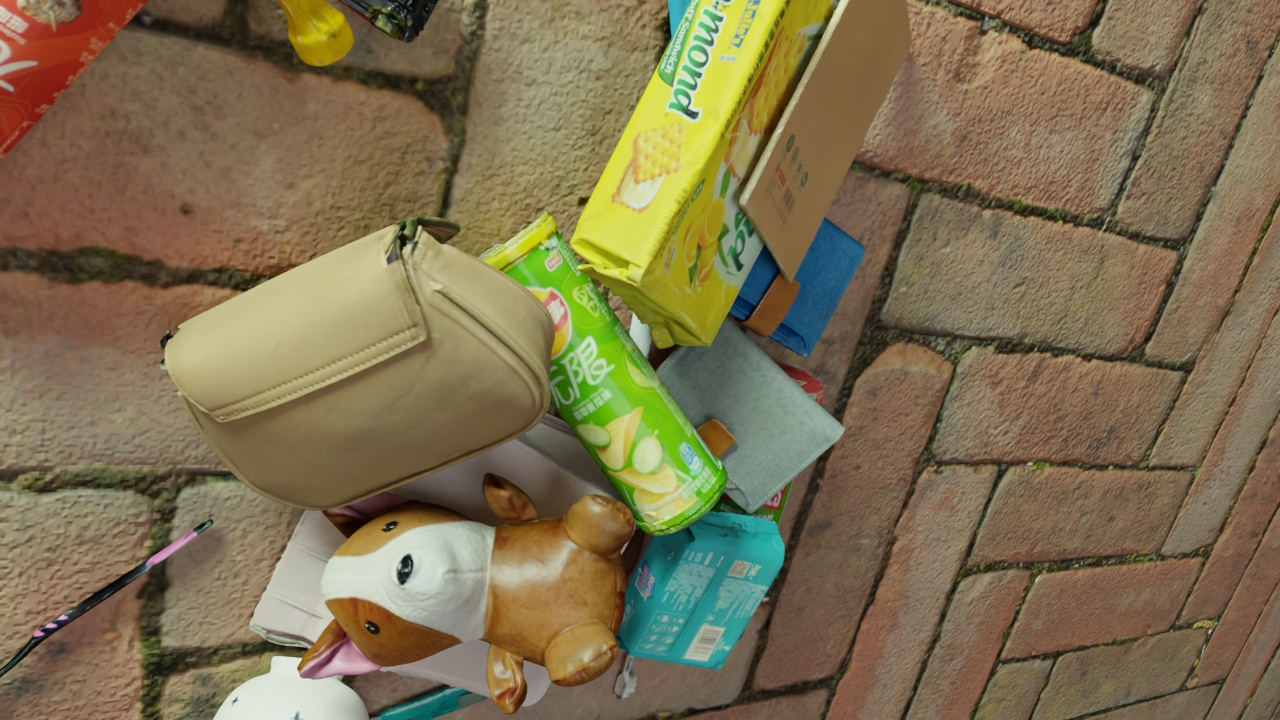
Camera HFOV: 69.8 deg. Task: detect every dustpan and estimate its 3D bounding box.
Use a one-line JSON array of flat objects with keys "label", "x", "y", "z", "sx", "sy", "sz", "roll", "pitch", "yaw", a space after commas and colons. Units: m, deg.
[{"label": "dustpan", "x": -0.114, "y": 0.136, "z": 0.692, "sx": 0.273, "sy": 0.138, "sz": 0.223, "roll": 30, "pitch": 98, "yaw": -9}]

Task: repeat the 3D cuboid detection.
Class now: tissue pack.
[{"label": "tissue pack", "x": 0.043, "y": 0.173, "z": 0.704, "sx": 0.093, "sy": 0.050, "sz": 0.134, "roll": 18, "pitch": 110, "yaw": -27}]

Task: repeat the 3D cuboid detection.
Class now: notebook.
[{"label": "notebook", "x": 0.133, "y": -0.168, "z": 0.625, "sx": 0.207, "sy": 0.008, "sz": 0.147, "roll": -63, "pitch": 155, "yaw": -4}]

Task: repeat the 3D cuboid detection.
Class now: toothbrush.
[{"label": "toothbrush", "x": 0.005, "y": 0.220, "z": 0.797, "sx": 0.016, "sy": 0.016, "sz": 0.180, "roll": -2, "pitch": 114, "yaw": -38}, {"label": "toothbrush", "x": -0.347, "y": 0.153, "z": 0.561, "sx": 0.189, "sy": 0.014, "sz": 0.018, "roll": -36, "pitch": 113, "yaw": -12}]

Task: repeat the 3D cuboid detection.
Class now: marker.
[{"label": "marker", "x": -0.004, "y": 0.004, "z": 0.675, "sx": 0.018, "sy": 0.022, "sz": 0.131, "roll": 12, "pitch": 98, "yaw": 6}]

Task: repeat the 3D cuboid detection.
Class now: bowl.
[{"label": "bowl", "x": -0.233, "y": 0.239, "z": 0.626, "sx": 0.118, "sy": 0.119, "sz": 0.064, "roll": 25, "pitch": 61, "yaw": -36}]

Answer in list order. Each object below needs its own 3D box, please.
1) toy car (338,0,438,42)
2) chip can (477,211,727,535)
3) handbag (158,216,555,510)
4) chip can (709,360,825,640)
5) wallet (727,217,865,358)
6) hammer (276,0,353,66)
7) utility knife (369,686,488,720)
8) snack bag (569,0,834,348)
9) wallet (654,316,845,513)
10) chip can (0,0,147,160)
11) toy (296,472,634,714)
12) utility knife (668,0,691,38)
[{"label": "toy car", "x": -0.155, "y": -0.214, "z": 0.483, "sx": 0.106, "sy": 0.031, "sz": 0.049, "roll": 24, "pitch": 98, "yaw": -42}, {"label": "chip can", "x": -0.026, "y": 0.015, "z": 0.598, "sx": 0.072, "sy": 0.072, "sz": 0.221, "roll": -37, "pitch": 104, "yaw": -10}, {"label": "handbag", "x": -0.154, "y": 0.001, "z": 0.523, "sx": 0.205, "sy": 0.099, "sz": 0.148, "roll": -21, "pitch": 132, "yaw": 15}, {"label": "chip can", "x": 0.085, "y": 0.119, "z": 0.760, "sx": 0.072, "sy": 0.072, "sz": 0.236, "roll": 2, "pitch": 112, "yaw": -31}, {"label": "wallet", "x": 0.107, "y": -0.071, "z": 0.704, "sx": 0.133, "sy": 0.040, "sz": 0.106, "roll": 28, "pitch": 93, "yaw": -35}, {"label": "hammer", "x": -0.085, "y": -0.282, "z": 0.456, "sx": 0.300, "sy": 0.033, "sz": 0.129, "roll": -45, "pitch": 144, "yaw": -19}, {"label": "utility knife", "x": -0.148, "y": 0.271, "z": 0.733, "sx": 0.175, "sy": 0.013, "sz": 0.029, "roll": -13, "pitch": 118, "yaw": -25}, {"label": "snack bag", "x": 0.048, "y": -0.132, "z": 0.584, "sx": 0.246, "sy": 0.068, "sz": 0.158, "roll": -62, "pitch": 156, "yaw": -2}, {"label": "wallet", "x": 0.067, "y": 0.042, "z": 0.682, "sx": 0.129, "sy": 0.037, "sz": 0.107, "roll": 43, "pitch": 111, "yaw": -1}, {"label": "chip can", "x": -0.282, "y": -0.155, "z": 0.414, "sx": 0.216, "sy": 0.073, "sz": 0.073, "roll": -48, "pitch": 127, "yaw": -2}, {"label": "toy", "x": -0.107, "y": 0.139, "z": 0.564, "sx": 0.199, "sy": 0.140, "sz": 0.130, "roll": 5, "pitch": 159, "yaw": 5}, {"label": "utility knife", "x": 0.025, "y": -0.273, "z": 0.569, "sx": 0.034, "sy": 0.018, "sz": 0.219, "roll": -29, "pitch": 125, "yaw": -31}]
